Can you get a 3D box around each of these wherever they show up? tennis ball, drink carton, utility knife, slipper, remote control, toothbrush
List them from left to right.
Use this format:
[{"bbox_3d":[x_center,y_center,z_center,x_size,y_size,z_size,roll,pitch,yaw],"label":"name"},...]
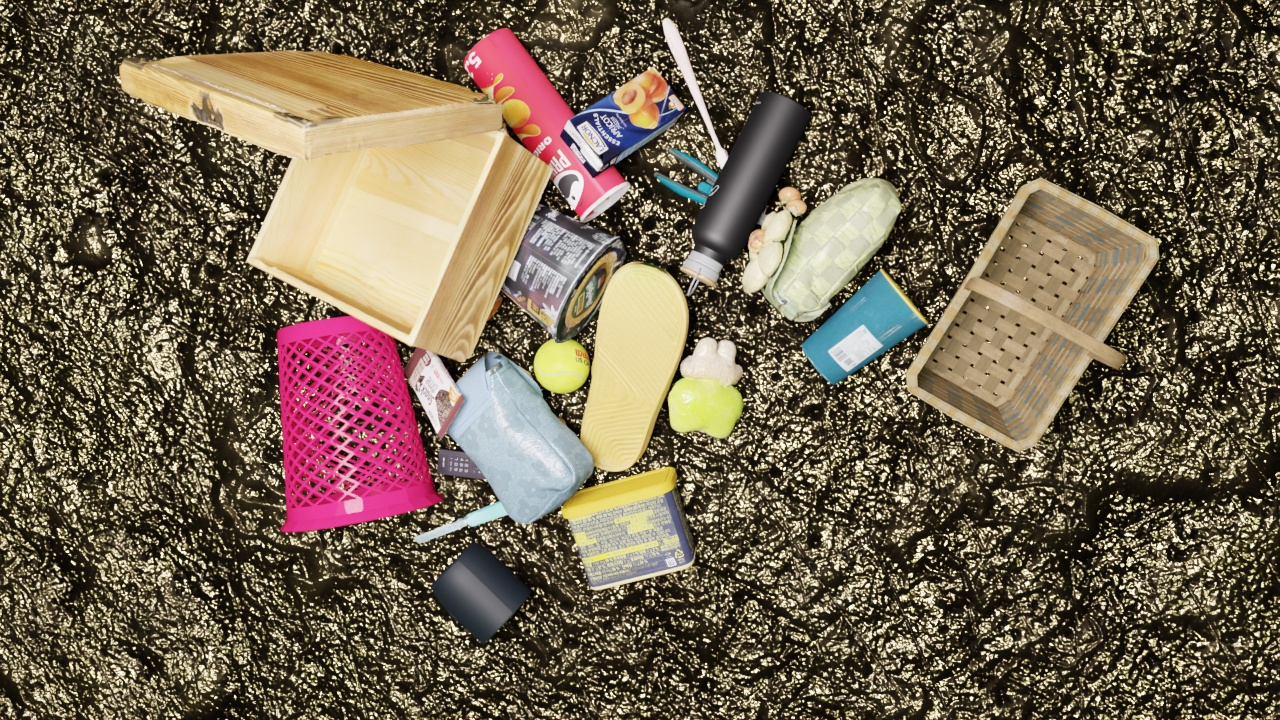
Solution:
[{"bbox_3d":[-0.203,0.195,1.138,0.179,0.015,0.022,-22,93,10],"label":"utility knife"},{"bbox_3d":[-0.181,0.131,1.126,0.136,0.015,0.032,6,99,6],"label":"remote control"},{"bbox_3d":[-0.091,0.006,1.068,0.065,0.065,0.065,1,98,9],"label":"tennis ball"},{"bbox_3d":[-0.020,-0.260,0.999,0.129,0.040,0.064,-38,90,-23],"label":"drink carton"},{"bbox_3d":[-0.006,0.006,1.053,0.099,0.078,0.264,18,117,6],"label":"slipper"},{"bbox_3d":[0.063,-0.298,1.026,0.016,0.018,0.181,-22,93,11],"label":"toothbrush"}]

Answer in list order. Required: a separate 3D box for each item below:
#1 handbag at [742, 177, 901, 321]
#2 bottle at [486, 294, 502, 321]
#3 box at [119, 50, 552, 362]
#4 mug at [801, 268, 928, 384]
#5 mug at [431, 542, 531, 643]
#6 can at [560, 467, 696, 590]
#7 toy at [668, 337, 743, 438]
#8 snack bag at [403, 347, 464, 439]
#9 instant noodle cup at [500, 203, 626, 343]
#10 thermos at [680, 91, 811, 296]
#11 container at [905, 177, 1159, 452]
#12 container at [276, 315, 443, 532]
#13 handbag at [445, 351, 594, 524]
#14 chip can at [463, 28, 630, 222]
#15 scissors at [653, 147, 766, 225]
[{"bbox_3d":[0.185,-0.133,0.980,0.117,0.113,0.186,41,101,-13],"label":"handbag"},{"bbox_3d":[-0.216,-0.089,1.078,0.108,0.063,0.063,34,101,1],"label":"bottle"},{"bbox_3d":[-0.297,-0.203,0.898,0.279,0.315,0.282,24,88,31],"label":"box"},{"bbox_3d":[0.242,-0.032,1.009,0.121,0.078,0.078,-41,90,16],"label":"mug"},{"bbox_3d":[-0.204,0.289,1.126,0.094,0.085,0.122,44,131,1],"label":"mug"},{"bbox_3d":[-0.011,0.198,1.080,0.135,0.075,0.104,-16,98,11],"label":"can"},{"bbox_3d":[0.079,0.031,1.050,0.092,0.046,0.115,9,96,-19],"label":"toy"},{"bbox_3d":[-0.243,0.028,1.069,0.013,0.158,0.057,22,106,-39],"label":"snack bag"},{"bbox_3d":[-0.098,-0.106,1.022,0.112,0.137,0.137,34,101,10],"label":"instant noodle cup"},{"bbox_3d":[0.105,-0.173,0.996,0.061,0.061,0.231,27,92,4],"label":"thermos"},{"bbox_3d":[0.391,-0.043,0.923,0.157,0.186,0.250,30,101,4],"label":"container"},{"bbox_3d":[-0.340,0.068,1.072,0.183,0.183,0.225,-10,89,10],"label":"container"},{"bbox_3d":[-0.140,0.084,1.063,0.192,0.118,0.122,47,114,7],"label":"handbag"},{"bbox_3d":[-0.106,-0.263,1.031,0.069,0.069,0.220,-37,91,12],"label":"chip can"},{"bbox_3d":[0.081,-0.186,1.037,0.140,0.019,0.128,-13,91,4],"label":"scissors"}]
